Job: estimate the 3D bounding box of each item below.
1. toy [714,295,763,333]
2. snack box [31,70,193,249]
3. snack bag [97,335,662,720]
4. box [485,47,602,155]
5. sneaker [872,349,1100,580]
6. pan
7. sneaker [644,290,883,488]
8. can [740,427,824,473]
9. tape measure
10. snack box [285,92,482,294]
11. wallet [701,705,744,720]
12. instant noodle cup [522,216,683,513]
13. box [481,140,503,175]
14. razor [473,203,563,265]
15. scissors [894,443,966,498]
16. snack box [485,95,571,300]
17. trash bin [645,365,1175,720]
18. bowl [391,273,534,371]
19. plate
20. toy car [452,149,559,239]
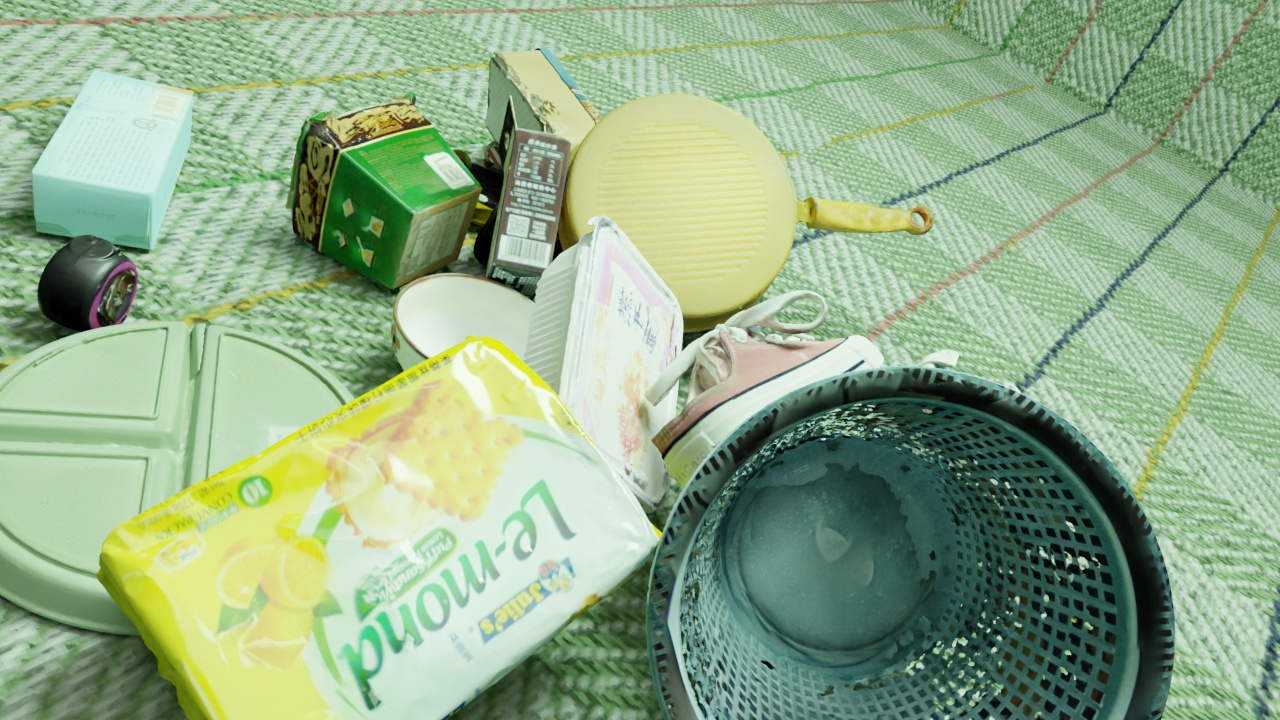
[{"bbox_3d":[0.054,-0.116,0.868,0.138,0.091,0.355,54,14,-43],"label":"toy"},{"bbox_3d":[-0.393,-0.155,0.695,0.074,0.052,0.174,7,38,-20],"label":"snack box"},{"bbox_3d":[-0.119,0.099,0.456,0.245,0.068,0.158,-32,74,-30],"label":"snack bag"},{"bbox_3d":[-0.089,-0.214,0.843,0.062,0.090,0.184,-11,51,-24],"label":"box"},{"bbox_3d":[0.311,0.086,0.749,0.242,0.091,0.089,42,39,10],"label":"sneaker"},{"bbox_3d":[0.105,-0.125,0.783,0.357,0.078,0.197,-4,80,-13],"label":"pan"},{"bbox_3d":[0.079,0.009,0.601,0.240,0.119,0.088,-19,68,-51],"label":"sneaker"},{"bbox_3d":[0.139,0.088,0.685,0.146,0.058,0.058,28,35,5],"label":"can"},{"bbox_3d":[-0.344,-0.045,0.577,0.039,0.057,0.057,22,69,-2],"label":"tape measure"},{"bbox_3d":[-0.194,-0.128,0.725,0.105,0.118,0.118,38,40,11],"label":"snack box"},{"bbox_3d":[0.073,0.244,0.461,0.106,0.040,0.132,23,27,-6],"label":"wallet"},{"bbox_3d":[-0.029,0.006,0.624,0.138,0.060,0.173,46,41,-49],"label":"instant noodle cup"},{"bbox_3d":[-0.077,-0.177,0.904,0.164,0.060,0.071,24,56,-2],"label":"box"},{"bbox_3d":[-0.061,-0.075,0.793,0.167,0.062,0.067,30,4,0],"label":"razor"},{"bbox_3d":[0.219,0.091,0.767,0.133,0.017,0.133,18,39,-15],"label":"scissors"},{"bbox_3d":[-0.091,-0.118,0.703,0.053,0.113,0.125,11,81,-12],"label":"snack box"},{"bbox_3d":[0.120,0.120,0.489,0.226,0.226,0.195,27,-1,4],"label":"trash bin"},{"bbox_3d":[-0.122,-0.005,0.650,0.113,0.062,0.113,15,38,-12],"label":"bowl"},{"bbox_3d":[-0.263,0.052,0.526,0.230,0.028,0.229,16,37,-12],"label":"plate"},{"bbox_3d":[-0.131,-0.145,0.842,0.155,0.041,0.071,18,36,-15],"label":"toy car"}]
